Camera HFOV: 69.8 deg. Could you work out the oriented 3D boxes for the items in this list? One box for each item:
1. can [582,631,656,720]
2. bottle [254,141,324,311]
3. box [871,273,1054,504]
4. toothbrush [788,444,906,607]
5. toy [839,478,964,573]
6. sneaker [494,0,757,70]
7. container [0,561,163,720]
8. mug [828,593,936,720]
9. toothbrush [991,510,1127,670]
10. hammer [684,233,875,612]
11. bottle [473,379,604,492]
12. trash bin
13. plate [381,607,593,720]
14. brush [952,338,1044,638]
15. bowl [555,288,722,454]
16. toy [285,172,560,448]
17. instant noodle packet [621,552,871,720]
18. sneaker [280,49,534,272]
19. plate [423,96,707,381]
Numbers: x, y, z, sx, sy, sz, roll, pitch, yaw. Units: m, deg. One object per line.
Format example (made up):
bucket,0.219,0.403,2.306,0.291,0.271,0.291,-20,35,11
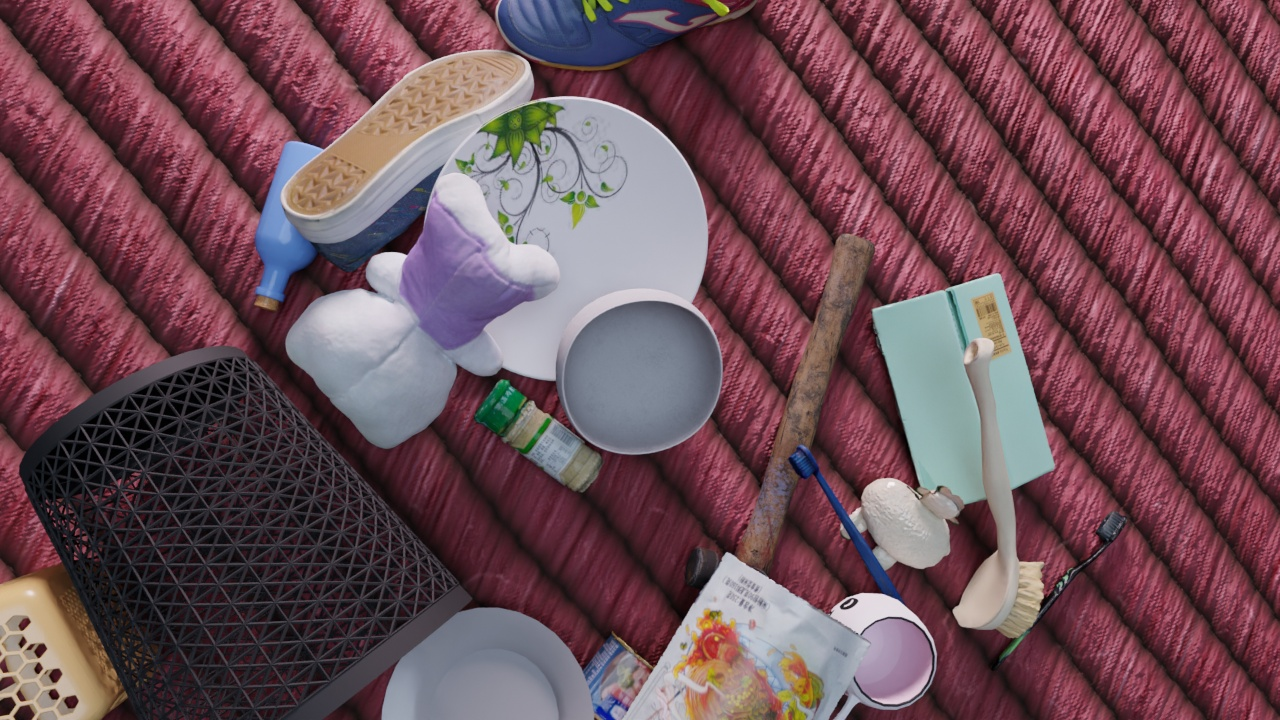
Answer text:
can,-0.002,0.273,0.740,0.100,0.054,0.059,41,79,-6
bottle,-0.275,-0.102,0.722,0.048,0.048,0.131,17,84,-8
box,0.288,0.027,0.804,0.138,0.056,0.187,-17,91,-3
toothbrush,0.177,0.149,0.771,0.017,0.016,0.190,-38,106,-14
toy,0.226,0.137,0.780,0.087,0.050,0.112,48,116,1
sneaker,-0.002,-0.315,0.753,0.241,0.091,0.116,-19,92,-9
container,-0.437,0.222,0.612,0.166,0.184,0.129,-31,92,-16
mug,0.182,0.252,0.757,0.090,0.076,0.123,40,82,-5
toothbrush,0.373,0.205,0.821,0.017,0.014,0.188,44,82,9
hammer,0.145,0.051,0.789,0.120,0.033,0.330,21,84,-11
bottle,-0.081,0.062,0.746,0.110,0.043,0.042,38,82,-6
trash bin,-0.278,0.135,0.636,0.216,0.217,0.243,-36,86,-9
plate,-0.118,0.283,0.719,0.173,0.019,0.172,-2,77,11
brush,0.290,0.109,0.754,0.077,0.062,0.272,-13,109,-8
bowl,-0.004,0.004,0.739,0.131,0.064,0.132,-4,110,-12
toy,-0.165,-0.027,0.690,0.209,0.085,0.137,-43,104,14
instant noodle packet,0.054,0.296,0.693,0.147,0.057,0.269,31,80,5
sneaker,-0.177,-0.162,0.732,0.087,0.079,0.235,33,64,25
plate,-0.059,-0.096,0.748,0.229,0.030,0.230,-4,108,-11
